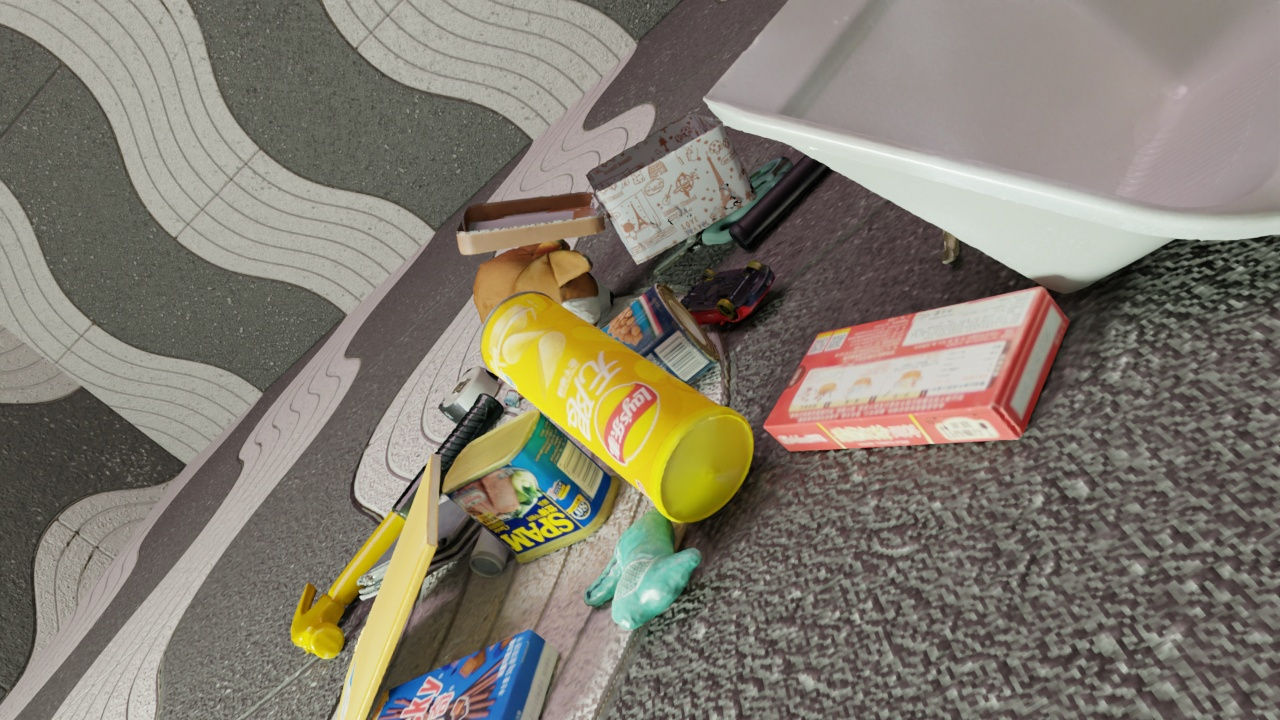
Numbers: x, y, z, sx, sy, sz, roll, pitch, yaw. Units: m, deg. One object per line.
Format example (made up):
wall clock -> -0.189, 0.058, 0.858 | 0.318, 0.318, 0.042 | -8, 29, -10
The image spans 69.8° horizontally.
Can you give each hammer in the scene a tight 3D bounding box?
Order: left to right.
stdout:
hammer -> -0.236, 0.154, 0.907 | 0.300, 0.033, 0.129 | -54, 23, -24

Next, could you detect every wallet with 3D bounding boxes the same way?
wallet -> -0.174, 0.155, 0.782 | 0.130, 0.037, 0.106 | -30, 14, 33

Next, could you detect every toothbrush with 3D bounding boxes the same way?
toothbrush -> -0.093, 0.082, 0.761 | 0.026, 0.026, 0.220 | -46, 18, 40
toothbrush -> -0.098, 0.038, 0.891 | 0.017, 0.016, 0.188 | -59, 23, -15
toothbrush -> 0.159, -0.179, 0.798 | 0.212, 0.027, 0.026 | -45, 57, -1

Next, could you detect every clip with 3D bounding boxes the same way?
clip -> 0.185, -0.107, 0.557 | 0.035, 0.096, 0.101 | -30, 35, 35

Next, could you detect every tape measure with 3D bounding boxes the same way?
tape measure -> -0.194, 0.038, 1.052 | 0.066, 0.033, 0.065 | -13, 38, 56

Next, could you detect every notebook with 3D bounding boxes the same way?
notebook -> -0.182, 0.184, 0.653 | 0.146, 0.010, 0.206 | -123, 55, -70

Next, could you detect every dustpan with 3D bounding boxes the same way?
dustpan -> 0.207, -0.152, 0.419 | 0.222, 0.258, 0.143 | -52, -2, -20

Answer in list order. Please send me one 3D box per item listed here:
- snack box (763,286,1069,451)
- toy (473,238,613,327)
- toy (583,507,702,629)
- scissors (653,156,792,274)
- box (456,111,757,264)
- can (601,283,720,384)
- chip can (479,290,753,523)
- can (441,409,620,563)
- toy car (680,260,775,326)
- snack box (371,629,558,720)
snack box -> 0.136, 0.009, 0.477 | 0.153, 0.025, 0.075 | -13, 38, 56
toy -> -0.095, -0.062, 0.961 | 0.130, 0.140, 0.200 | -7, 10, -22
toy -> 0.000, 0.120, 0.524 | 0.097, 0.030, 0.091 | -47, 14, 16
scissors -> 0.080, -0.144, 0.897 | 0.186, 0.019, 0.129 | -25, 28, 40
box -> -0.040, -0.149, 0.880 | 0.261, 0.103, 0.178 | -28, 19, 2
can -> -0.004, 0.004, 0.688 | 0.111, 0.075, 0.075 | -39, 21, 12
chip can -> -0.024, 0.020, 0.586 | 0.072, 0.072, 0.213 | -48, 44, -8
can -> -0.080, 0.090, 0.654 | 0.102, 0.083, 0.057 | -29, 25, 38
toy car -> 0.067, -0.048, 0.715 | 0.049, 0.031, 0.106 | -53, 21, -21
snack box -> -0.120, 0.224, 0.552 | 0.158, 0.026, 0.084 | -31, 24, 32
